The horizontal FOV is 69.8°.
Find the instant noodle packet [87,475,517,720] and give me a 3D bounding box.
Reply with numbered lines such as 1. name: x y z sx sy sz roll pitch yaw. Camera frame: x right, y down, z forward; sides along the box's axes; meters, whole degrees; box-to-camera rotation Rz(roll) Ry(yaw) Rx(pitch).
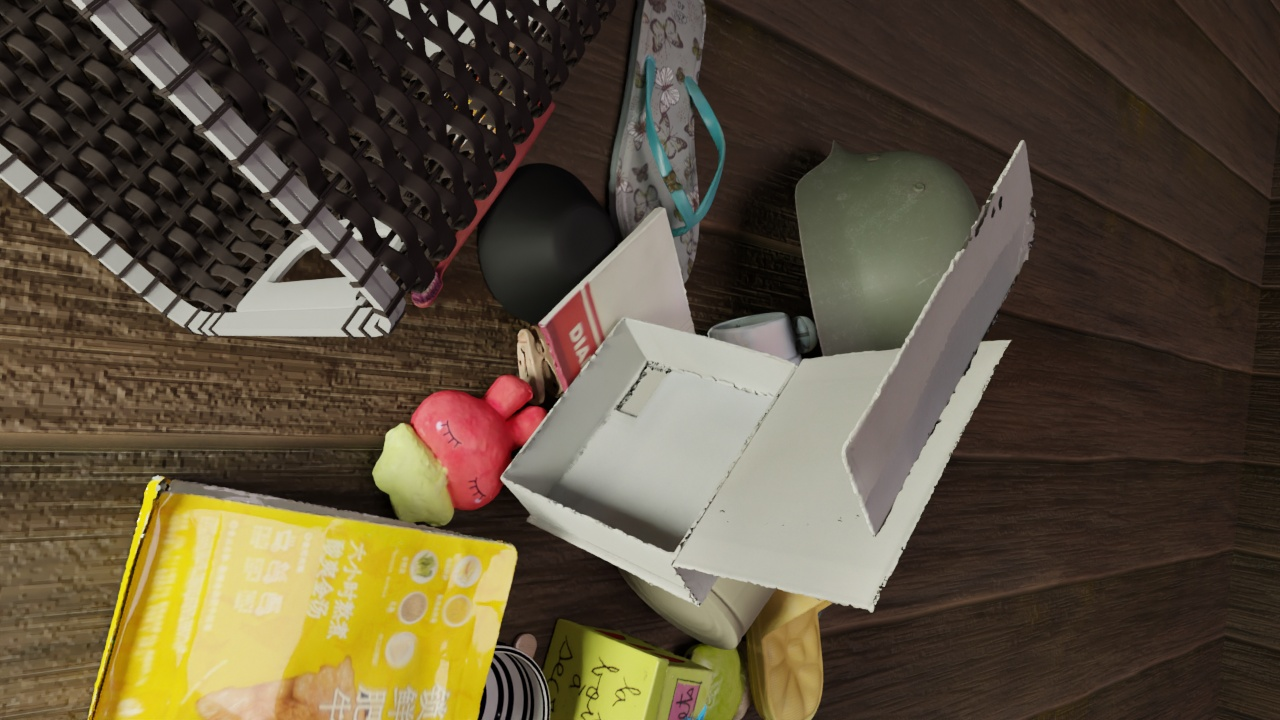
1. instant noodle packet: -0.190 0.170 0.539 0.221 0.084 0.163 17 81 -29

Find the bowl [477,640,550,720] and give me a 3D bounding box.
1. bowl: -0.131 0.251 0.644 0.120 0.066 0.120 -5 97 -43

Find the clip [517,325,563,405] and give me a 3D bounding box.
1. clip: -0.084 0.006 0.696 0.045 0.025 0.061 -31 107 -39

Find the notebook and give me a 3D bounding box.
1. notebook: -0.004 0.004 0.738 0.152 0.012 0.209 -48 140 -31

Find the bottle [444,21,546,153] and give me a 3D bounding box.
1. bottle: -0.098 -0.198 0.633 0.063 0.063 0.109 38 68 -39

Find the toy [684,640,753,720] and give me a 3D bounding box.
1. toy: 0.080 0.303 0.863 0.117 0.043 0.092 8 85 -46

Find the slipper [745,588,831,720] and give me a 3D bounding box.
1. slipper: 0.148 0.216 0.843 0.099 0.079 0.263 -6 97 -40

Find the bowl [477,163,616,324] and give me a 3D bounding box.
1. bowl: -0.056 -0.088 0.690 0.123 0.053 0.124 -5 97 -43

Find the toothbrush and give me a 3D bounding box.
1. toothbrush: -0.112 -0.118 0.658 0.189 0.016 0.016 -62 172 -20

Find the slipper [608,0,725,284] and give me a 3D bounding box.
1. slipper: 0.025 -0.190 0.759 0.098 0.055 0.269 0 92 -41

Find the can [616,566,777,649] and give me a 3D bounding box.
1. can: 0.048 0.171 0.763 0.073 0.128 0.128 -49 124 -27

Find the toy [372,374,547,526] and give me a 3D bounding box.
1. toy: -0.123 0.062 0.647 0.134 0.045 0.092 -31 117 -30

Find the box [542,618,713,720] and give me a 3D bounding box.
1. box: -0.034 0.323 0.706 0.079 0.125 0.221 23 80 -44

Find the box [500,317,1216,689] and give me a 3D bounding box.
1. box: 0.089 0.066 0.538 0.165 0.420 0.108 -54 125 -23

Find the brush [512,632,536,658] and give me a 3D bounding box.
1. brush: -0.107 0.279 0.708 0.049 0.015 0.135 26 71 -41

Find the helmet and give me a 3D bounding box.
1. helmet: 0.245 -0.099 0.866 0.227 0.154 0.267 57 28 -52

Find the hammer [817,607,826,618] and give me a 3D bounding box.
1. hammer: 0.112 0.147 0.874 0.132 0.033 0.330 -53 129 -23

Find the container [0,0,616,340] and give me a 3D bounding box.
1. container: -0.184 -0.183 0.435 0.245 0.248 0.243 51 57 -33

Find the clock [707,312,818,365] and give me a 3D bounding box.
1. clock: 0.112 -0.012 0.837 0.117 0.083 0.057 -19 100 -39
